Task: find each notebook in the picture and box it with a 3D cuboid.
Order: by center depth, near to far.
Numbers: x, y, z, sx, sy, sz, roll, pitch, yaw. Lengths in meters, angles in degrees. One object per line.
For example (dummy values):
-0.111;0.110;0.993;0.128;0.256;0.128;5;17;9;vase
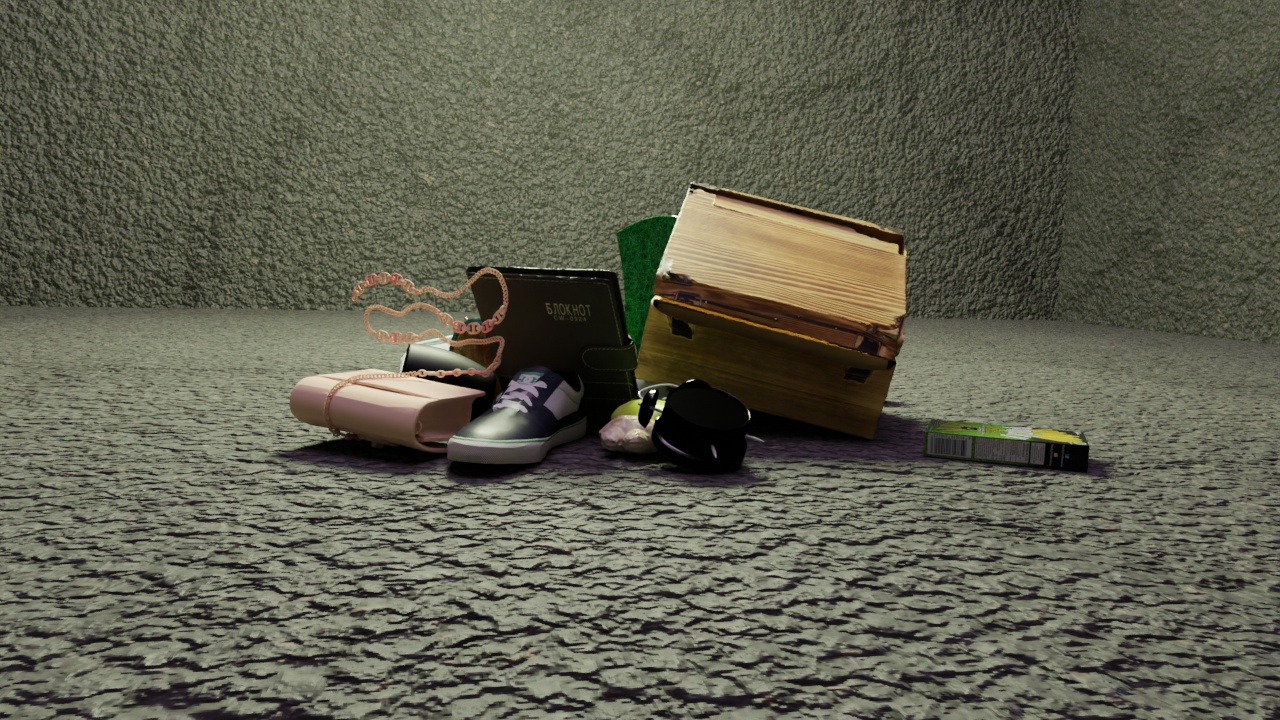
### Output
-0.086;-0.011;0.990;0.170;0.209;0.029;4;45;15;notebook

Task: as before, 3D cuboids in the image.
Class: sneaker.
-0.115;0.049;0.888;0.084;0.079;0.235;4;7;17;sneaker

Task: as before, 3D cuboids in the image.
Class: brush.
0.054;-0.083;1.336;0.075;0.250;0.195;-4;5;-39;brush

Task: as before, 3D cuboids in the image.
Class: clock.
0.049;0.054;0.852;0.091;0.043;0.121;-12;36;-40;clock
-0.157;0.004;1.119;0.158;0.121;0.073;15;17;37;clock

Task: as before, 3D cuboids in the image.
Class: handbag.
-0.248;-0.010;0.892;0.199;0.187;0.116;9;3;25;handbag

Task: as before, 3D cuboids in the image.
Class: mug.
-0.220;0.038;1.026;0.100;0.084;0.119;13;-27;-16;mug

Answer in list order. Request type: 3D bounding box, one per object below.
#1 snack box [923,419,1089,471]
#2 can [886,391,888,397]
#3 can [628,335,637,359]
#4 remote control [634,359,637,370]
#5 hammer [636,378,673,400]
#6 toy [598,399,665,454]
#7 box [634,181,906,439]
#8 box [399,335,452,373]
0.366;0.084;0.924;0.148;0.025;0.080;4;7;21;snack box
0.276;0.027;1.288;0.138;0.054;0.053;4;7;19;can
-0.073;-0.008;1.369;0.087;0.088;0.140;-3;8;-35;can
-0.007;0.007;1.127;0.047;0.009;0.124;-2;9;37;remote control
-0.073;0.039;1.167;0.329;0.052;0.097;2;6;33;hammer
0.005;0.067;0.910;0.092;0.046;0.115;7;16;27;toy
0.158;-0.066;1.068;0.279;0.221;0.258;16;18;5;box
-0.224;-0.010;1.265;0.211;0.084;0.185;-11;9;5;box
